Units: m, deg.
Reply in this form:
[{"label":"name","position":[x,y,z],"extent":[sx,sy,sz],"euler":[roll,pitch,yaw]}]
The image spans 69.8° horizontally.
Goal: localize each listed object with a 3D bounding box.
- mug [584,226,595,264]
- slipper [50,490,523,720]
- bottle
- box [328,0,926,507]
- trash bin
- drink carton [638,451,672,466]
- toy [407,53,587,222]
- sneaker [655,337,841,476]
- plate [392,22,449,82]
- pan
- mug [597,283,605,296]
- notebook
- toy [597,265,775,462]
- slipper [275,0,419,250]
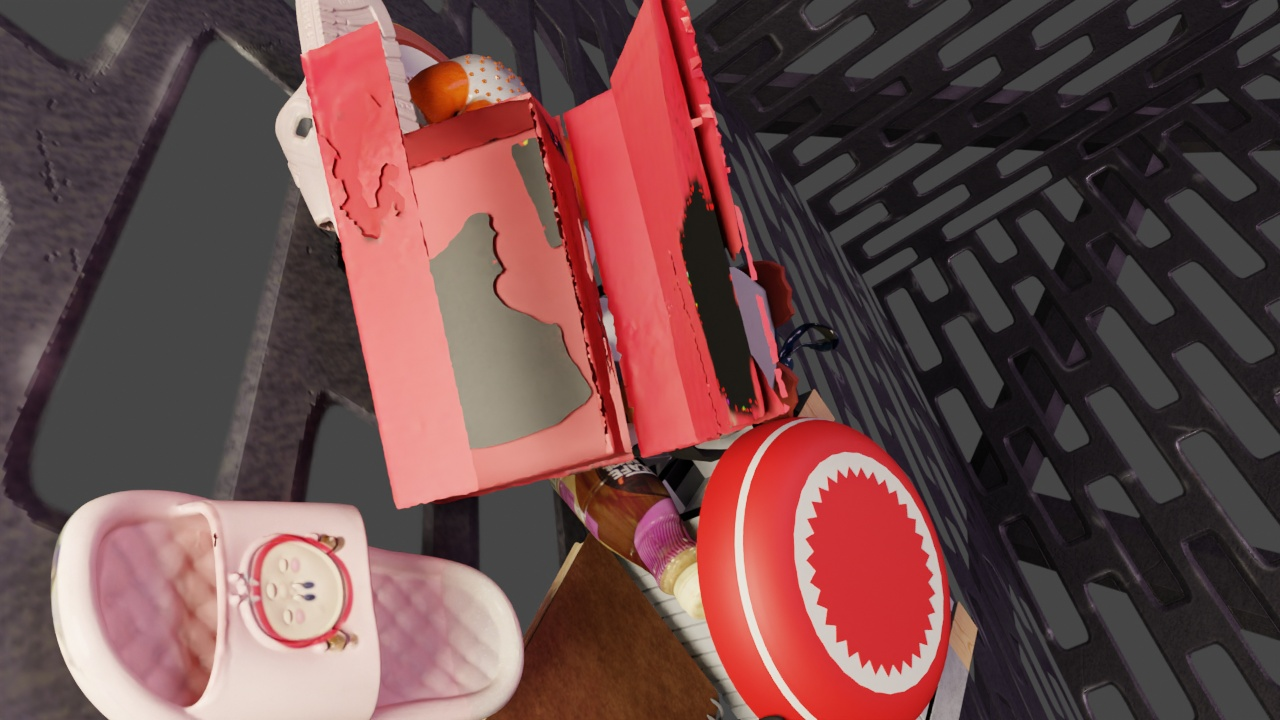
[{"label":"mug","position":[-0.091,-0.097,0.669],"extent":[0.105,0.073,0.089],"euler":[52,8,17]},{"label":"slipper","position":[-0.130,0.111,0.388],"extent":[0.221,0.056,0.106],"euler":[27,37,-46]},{"label":"bottle","position":[-0.001,0.107,0.614],"extent":[0.059,0.059,0.166],"euler":[36,4,-46]},{"label":"box","position":[-0.017,-0.054,0.477],"extent":[0.121,0.319,0.211],"euler":[-2,77,-55]},{"label":"trash bin","position":[0.124,0.180,0.712],"extent":[0.247,0.143,0.142],"euler":[54,39,-10]},{"label":"drink carton","position":[-0.015,0.044,0.756],"extent":[0.122,0.040,0.058],"euler":[54,14,-59]},{"label":"toy","position":[-0.107,-0.173,0.773],"extent":[0.172,0.093,0.163],"euler":[48,16,8]},{"label":"sneaker","position":[0.100,0.030,0.859],"extent":[0.120,0.128,0.293],"euler":[26,59,-30]},{"label":"plate","position":[-0.167,-0.198,0.819],"extent":[0.230,0.021,0.229],"euler":[47,22,-27]},{"label":"pan","position":[0.093,0.185,0.536],"extent":[0.209,0.067,0.355],"euler":[46,48,-18]},{"label":"mug","position":[-0.005,-0.018,0.829],"extent":[0.121,0.095,0.085],"euler":[51,21,-18]},{"label":"notebook","position":[-0.016,0.223,0.553],"extent":[0.167,0.024,0.225],"euler":[54,20,-7]},{"label":"toy","position":[-0.004,0.004,0.618],"extent":[0.183,0.140,0.159],"euler":[-18,108,-43]},{"label":"slipper","position":[-0.196,-0.148,0.617],"extent":[0.094,0.065,0.239],"euler":[5,69,-61]}]
